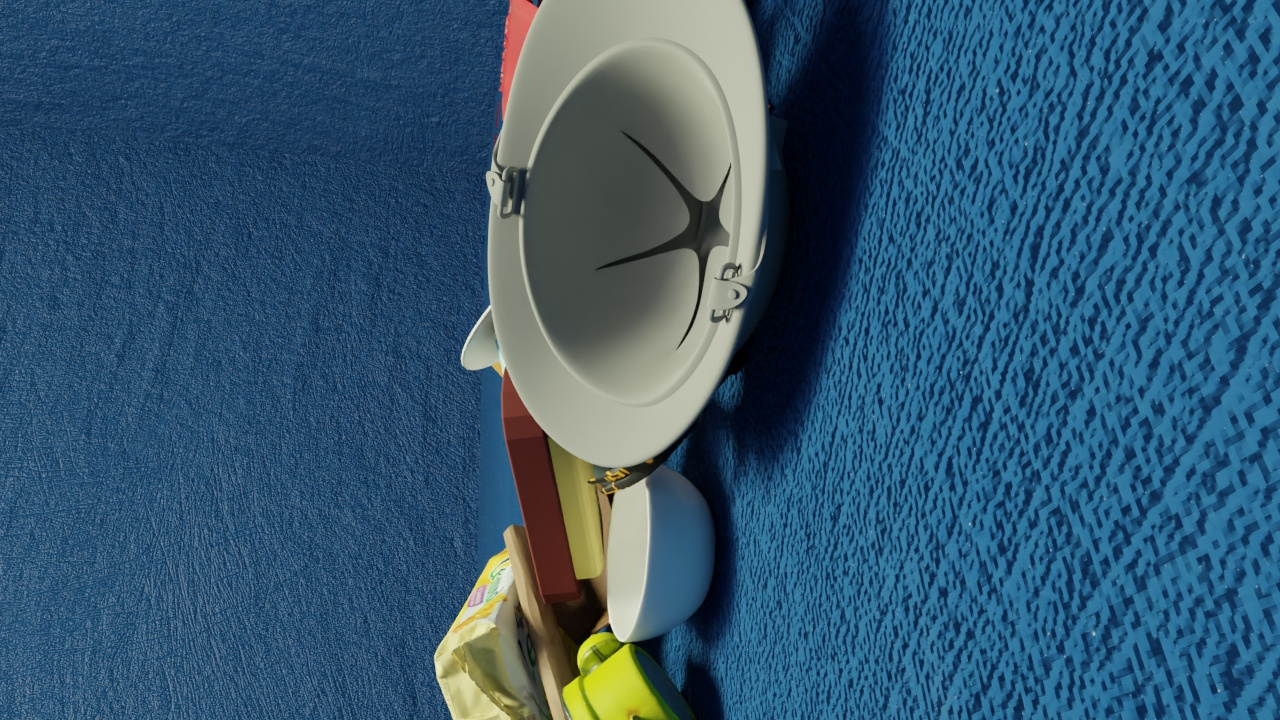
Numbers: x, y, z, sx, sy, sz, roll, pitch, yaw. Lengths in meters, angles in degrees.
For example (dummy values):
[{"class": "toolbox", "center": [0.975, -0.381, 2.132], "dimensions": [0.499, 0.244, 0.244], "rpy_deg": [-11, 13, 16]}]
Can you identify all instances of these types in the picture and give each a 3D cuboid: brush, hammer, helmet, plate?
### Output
[{"class": "brush", "center": [-0.054, 0.079, 0.608], "dimensions": [0.082, 0.042, 0.174], "rpy_deg": [-94, -3, -61]}, {"class": "hammer", "center": [-0.047, 0.238, 0.616], "dimensions": [0.098, 0.052, 0.328], "rpy_deg": [49, -170, -44]}, {"class": "helmet", "center": [0.018, -0.079, 0.497], "dimensions": [0.183, 0.117, 0.272], "rpy_deg": [29, 119, 34]}, {"class": "hammer", "center": [-0.004, 0.004, 0.669], "dimensions": [0.123, 0.036, 0.320], "rpy_deg": [-49, 15, 5]}, {"class": "plate", "center": [-0.067, -0.069, 0.737], "dimensions": [0.015, 0.208, 0.209], "rpy_deg": [47, 156, 6]}, {"class": "plate", "center": [-0.040, 0.146, 0.698], "dimensions": [0.132, 0.025, 0.131], "rpy_deg": [-7, 82, 53]}]

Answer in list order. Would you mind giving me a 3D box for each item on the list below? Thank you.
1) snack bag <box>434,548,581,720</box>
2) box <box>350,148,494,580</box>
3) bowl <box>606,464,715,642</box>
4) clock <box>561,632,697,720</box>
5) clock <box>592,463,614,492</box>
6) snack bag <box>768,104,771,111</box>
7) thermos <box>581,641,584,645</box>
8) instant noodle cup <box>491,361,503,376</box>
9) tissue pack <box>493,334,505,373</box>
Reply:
[{"class": "snack bag", "center": [-0.098, 0.254, 0.749], "dimensions": [0.247, 0.068, 0.159], "rpy_deg": [-77, -36, -85]}, {"class": "box", "center": [-0.093, -0.073, 0.720], "dimensions": [0.476, 0.171, 0.215], "rpy_deg": [-49, -10, -33]}, {"class": "bowl", "center": [0.015, 0.120, 0.581], "dimensions": [0.115, 0.050, 0.114], "rpy_deg": [-175, 91, -77]}, {"class": "clock", "center": [-0.007, 0.217, 0.575], "dimensions": [0.083, 0.057, 0.119], "rpy_deg": [50, 178, -14]}, {"class": "clock", "center": [-0.031, 0.151, 0.791], "dimensions": [0.160, 0.045, 0.122], "rpy_deg": [112, 158, -56]}, {"class": "snack bag", "center": [0.028, -0.120, 0.595], "dimensions": [0.130, 0.039, 0.144], "rpy_deg": [58, 139, 47]}, {"class": "thermos", "center": [-0.091, 0.322, 0.904], "dimensions": [0.098, 0.098, 0.220], "rpy_deg": [123, 153, -65]}, {"class": "instant noodle cup", "center": [-0.105, -0.049, 1.016], "dimensions": [0.121, 0.123, 0.124], "rpy_deg": [-95, 13, -61]}, {"class": "tissue pack", "center": [-0.065, 0.025, 0.755], "dimensions": [0.182, 0.070, 0.112], "rpy_deg": [17, -125, -83]}]
